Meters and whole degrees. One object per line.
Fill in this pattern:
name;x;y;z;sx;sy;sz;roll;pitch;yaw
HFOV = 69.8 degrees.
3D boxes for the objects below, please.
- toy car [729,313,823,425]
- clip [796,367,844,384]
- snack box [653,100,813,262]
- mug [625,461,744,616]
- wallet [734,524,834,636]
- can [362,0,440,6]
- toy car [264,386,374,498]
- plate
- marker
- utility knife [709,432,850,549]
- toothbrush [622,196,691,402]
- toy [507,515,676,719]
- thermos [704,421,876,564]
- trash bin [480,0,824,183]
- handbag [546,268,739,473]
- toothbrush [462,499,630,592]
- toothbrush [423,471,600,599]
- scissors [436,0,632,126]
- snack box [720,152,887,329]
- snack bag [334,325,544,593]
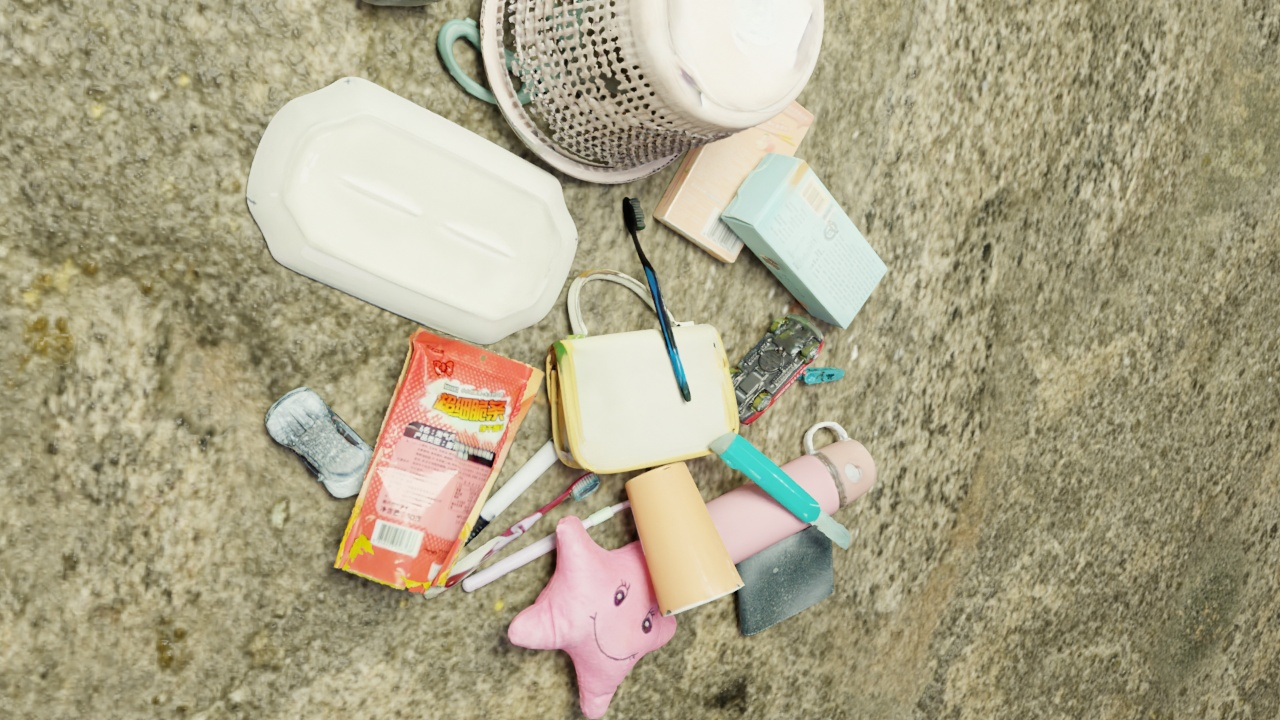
toy car;0.124;0.009;0.877;0.120;0.053;0.045;-46;153;-4
clip;0.179;0.014;0.920;0.057;0.048;0.014;-2;101;-27
snack box;0.085;-0.177;0.832;0.084;0.026;0.157;30;89;-26
mug;0.033;0.157;0.819;0.078;0.078;0.122;-17;77;-19
wallet;0.150;0.221;0.946;0.120;0.019;0.097;-18;116;-24
can;-0.178;-0.311;0.667;0.066;0.066;0.094;-8;105;-22
toy car;-0.253;0.069;0.739;0.049;0.031;0.105;-42;116;-8
plate;-0.170;-0.112;0.732;0.265;0.034;0.162;24;91;-26
marker;-0.116;0.114;0.816;0.130;0.018;0.022;-45;105;-8
utility knife;0.136;0.124;0.854;0.209;0.013;0.029;40;82;-29
toothbrush;0.017;-0.055;0.805;0.016;0.014;0.189;-15;86;-33
toy;-0.030;0.218;0.842;0.178;0.075;0.195;-45;123;-21
thermos;0.135;0.131;0.905;0.198;0.067;0.087;-24;87;-16
trash bin;0.020;-0.246;0.685;0.227;0.192;0.227;-7;104;-30
handbag;-0.005;0.005;0.822;0.163;0.063;0.178;-8;88;-25
toothbrush;-0.075;0.167;0.845;0.189;0.029;0.021;-23;68;-16
toothbrush;-0.112;0.156;0.809;0.187;0.017;0.016;-35;125;-1
scissors;-0.087;-0.245;0.749;0.169;0.019;0.177;-41;116;-11
snack box;0.154;-0.108;0.846;0.175;0.052;0.074;40;85;-38
snack bag;-0.168;0.085;0.761;0.128;0.073;0.208;23;86;-40
